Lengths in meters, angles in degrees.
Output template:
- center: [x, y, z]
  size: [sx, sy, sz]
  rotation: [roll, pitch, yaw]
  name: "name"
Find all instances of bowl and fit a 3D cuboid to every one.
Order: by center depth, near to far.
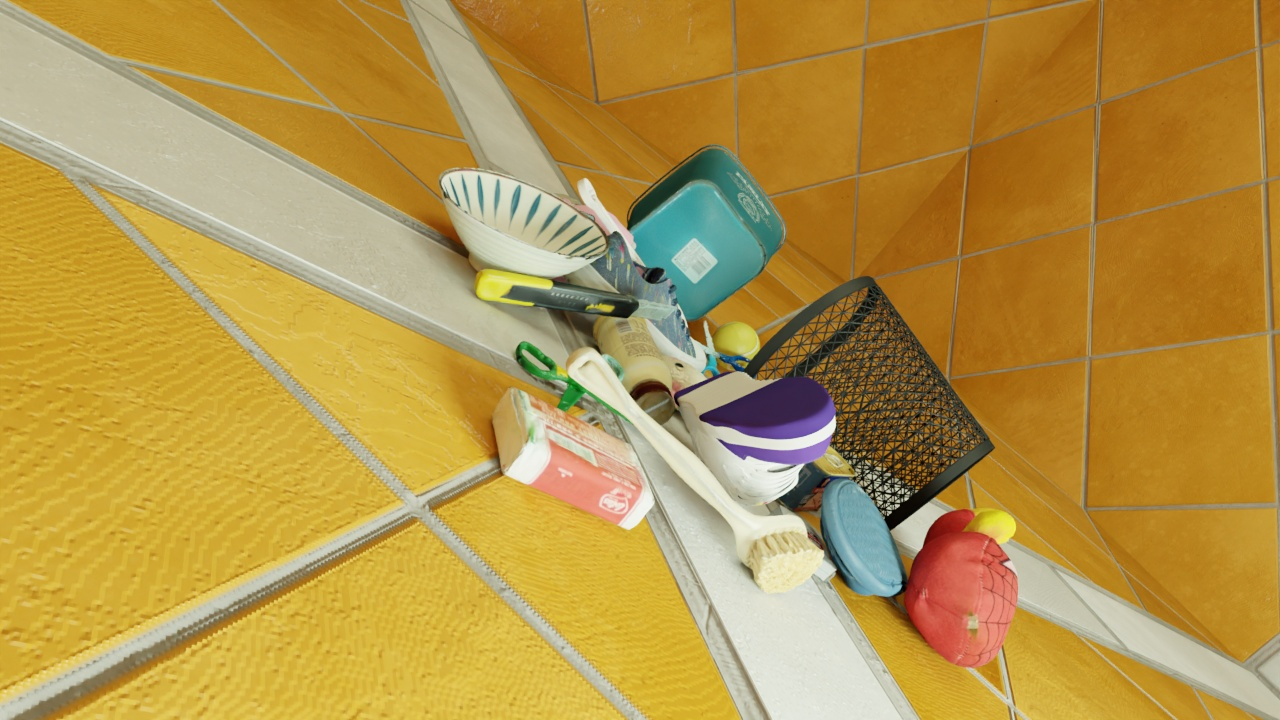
- center: [-0.125, -0.119, 0.912]
  size: [0.177, 0.071, 0.177]
  rotation: [22, 25, -11]
  name: "bowl"

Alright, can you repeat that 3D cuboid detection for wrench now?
- center: [-0.003, -0.110, 1.038]
  size: [0.273, 0.009, 0.047]
  rotation: [51, 22, -48]
  name: "wrench"

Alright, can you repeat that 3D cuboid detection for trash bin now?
- center: [0.276, 0.061, 1.105]
  size: [0.243, 0.217, 0.216]
  rotation: [52, 20, 19]
  name: "trash bin"
- center: [0.084, -0.170, 1.277]
  size: [0.196, 0.199, 0.218]
  rotation: [50, 17, -9]
  name: "trash bin"

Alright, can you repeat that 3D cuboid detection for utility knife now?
- center: [-0.058, -0.059, 0.880]
  size: [0.203, 0.029, 0.020]
  rotation: [7, 34, -23]
  name: "utility knife"

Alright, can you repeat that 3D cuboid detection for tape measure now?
- center: [0.145, 0.167, 0.843]
  size: [0.060, 0.020, 0.062]
  rotation: [37, 16, -26]
  name: "tape measure"

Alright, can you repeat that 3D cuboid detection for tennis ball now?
- center: [0.126, -0.019, 1.220]
  size: [0.065, 0.065, 0.065]
  rotation: [35, 17, -12]
  name: "tennis ball"

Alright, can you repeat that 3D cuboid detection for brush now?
- center: [0.043, 0.087, 0.707]
  size: [0.272, 0.062, 0.077]
  rotation: [44, 1, -18]
  name: "brush"

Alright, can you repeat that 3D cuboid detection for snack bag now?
- center: [-0.049, 0.070, 0.655]
  size: [0.116, 0.036, 0.077]
  rotation: [29, 18, -29]
  name: "snack bag"

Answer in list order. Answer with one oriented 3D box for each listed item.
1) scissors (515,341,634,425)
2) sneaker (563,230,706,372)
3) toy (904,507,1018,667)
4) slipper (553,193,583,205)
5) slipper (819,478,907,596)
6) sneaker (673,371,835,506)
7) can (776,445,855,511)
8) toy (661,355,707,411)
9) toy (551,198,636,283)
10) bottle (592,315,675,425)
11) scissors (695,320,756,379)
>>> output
- center: [-0.051, 0.018, 0.796]
  size: [0.125, 0.011, 0.131]
  rotation: [35, 30, 11]
  name: "scissors"
- center: [0.015, -0.057, 1.013]
  size: [0.235, 0.079, 0.087]
  rotation: [38, 9, -44]
  name: "sneaker"
- center: [0.317, 0.219, 0.902]
  size: [0.099, 0.147, 0.216]
  rotation: [3, 5, 22]
  name: "toy"
- center: [-0.079, -0.153, 1.153]
  size: [0.294, 0.060, 0.118]
  rotation: [23, 26, -42]
  name: "slipper"
- center: [0.208, 0.181, 0.869]
  size: [0.213, 0.059, 0.103]
  rotation: [40, 31, -55]
  name: "slipper"
- center: [0.099, 0.077, 0.779]
  size: [0.244, 0.091, 0.111]
  rotation: [-166, -124, -76]
  name: "sneaker"
- center: [0.177, 0.121, 0.965]
  size: [0.054, 0.059, 0.099]
  rotation: [48, 19, 29]
  name: "can"
- center: [0.044, 0.029, 0.956]
  size: [0.087, 0.050, 0.112]
  rotation: [35, 22, -14]
  name: "toy"
- center: [-0.086, -0.134, 1.034]
  size: [0.157, 0.067, 0.123]
  rotation: [31, 47, -22]
  name: "toy"
- center: [-0.005, 0.005, 0.887]
  size: [0.056, 0.057, 0.162]
  rotation: [30, 19, -27]
  name: "bottle"
- center: [0.097, -0.003, 1.151]
  size: [0.133, 0.014, 0.127]
  rotation: [17, 38, -28]
  name: "scissors"
